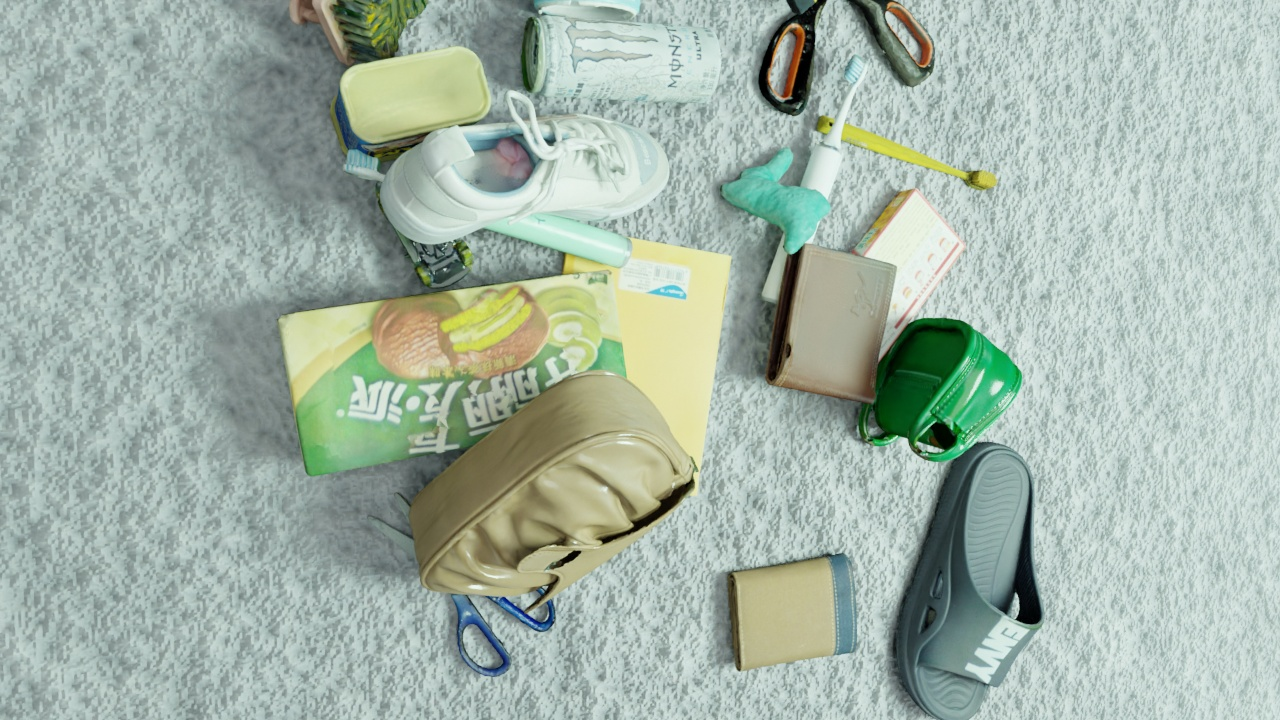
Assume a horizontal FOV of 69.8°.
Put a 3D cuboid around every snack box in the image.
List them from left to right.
[{"bbox_3d":[-0.131,0.004,0.673,0.239,0.063,0.114,-9,97,-17],"label":"snack box"},{"bbox_3d":[0.218,-0.070,0.819,0.077,0.027,0.155,42,80,-17],"label":"snack box"}]

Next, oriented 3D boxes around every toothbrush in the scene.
[{"bbox_3d":[-0.105,-0.107,0.669,0.224,0.027,0.027,14,79,-30],"label":"toothbrush"},{"bbox_3d":[0.151,-0.152,0.779,0.026,0.027,0.221,18,92,-33],"label":"toothbrush"},{"bbox_3d":[0.243,-0.186,0.824,0.190,0.017,0.015,13,88,-20],"label":"toothbrush"}]

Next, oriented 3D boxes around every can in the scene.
[{"bbox_3d":[-0.161,-0.178,0.643,0.102,0.083,0.057,-19,100,-18],"label":"can"},{"bbox_3d":[-0.014,-0.230,0.706,0.146,0.058,0.058,-3,95,-20],"label":"can"}]

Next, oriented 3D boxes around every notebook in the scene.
[{"bbox_3d":[-0.004,0.004,0.752,0.145,0.010,0.206,7,91,-20],"label":"notebook"}]

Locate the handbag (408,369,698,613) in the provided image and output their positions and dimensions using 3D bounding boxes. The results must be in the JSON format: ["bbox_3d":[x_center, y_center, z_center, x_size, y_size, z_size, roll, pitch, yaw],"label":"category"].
[{"bbox_3d":[-0.060,0.104,0.649,0.205,0.099,0.147,-39,139,22],"label":"handbag"}]

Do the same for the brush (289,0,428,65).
[{"bbox_3d":[-0.180,-0.279,0.636,0.073,0.063,0.145,22,72,9],"label":"brush"}]

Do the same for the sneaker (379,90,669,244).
[{"bbox_3d":[-0.059,-0.145,0.642,0.241,0.091,0.089,-20,81,-42],"label":"sneaker"}]

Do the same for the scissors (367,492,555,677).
[{"bbox_3d":[-0.133,0.167,0.717,0.140,0.012,0.171,-12,97,-17],"label":"scissors"}]

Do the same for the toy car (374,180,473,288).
[{"bbox_3d":[-0.159,-0.097,0.674,0.043,0.036,0.091,-30,101,-17],"label":"toy car"}]

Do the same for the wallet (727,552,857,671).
[{"bbox_3d":[0.134,0.222,0.808,0.115,0.033,0.090,-5,93,-19],"label":"wallet"}]

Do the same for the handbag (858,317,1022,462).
[{"bbox_3d":[0.247,0.027,0.782,0.068,0.131,0.120,39,83,-14],"label":"handbag"}]

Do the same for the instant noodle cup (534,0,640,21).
[{"bbox_3d":[-0.039,-0.316,0.673,0.111,0.111,0.120,-2,103,-20],"label":"instant noodle cup"}]

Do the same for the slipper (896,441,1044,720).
[{"bbox_3d":[0.316,0.209,0.847,0.110,0.083,0.268,15,87,-19],"label":"slipper"}]

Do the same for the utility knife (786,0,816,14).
[{"bbox_3d":[0.154,-0.356,0.763,0.033,0.015,0.153,26,82,-22],"label":"utility knife"}]

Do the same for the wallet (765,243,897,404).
[{"bbox_3d":[0.163,-0.030,0.771,0.101,0.032,0.124,9,93,-22],"label":"wallet"}]

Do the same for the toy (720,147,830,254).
[{"bbox_3d":[0.114,-0.137,0.756,0.092,0.030,0.096,29,65,23],"label":"toy"}]

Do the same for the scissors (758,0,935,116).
[{"bbox_3d":[0.171,-0.310,0.787,0.220,0.022,0.234,26,86,-20],"label":"scissors"}]
